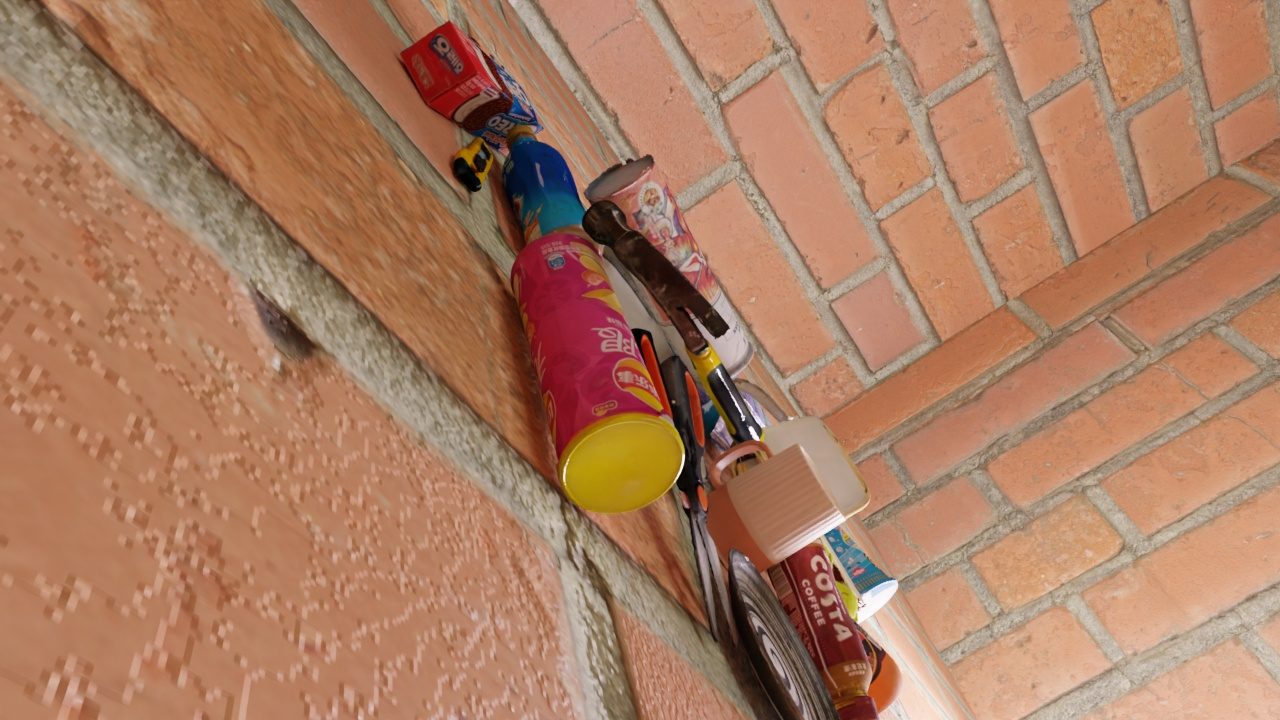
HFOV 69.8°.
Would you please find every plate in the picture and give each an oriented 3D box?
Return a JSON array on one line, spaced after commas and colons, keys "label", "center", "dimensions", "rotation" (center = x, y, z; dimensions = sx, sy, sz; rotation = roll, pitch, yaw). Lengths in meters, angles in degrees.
[{"label": "plate", "center": [-0.005, 0.005, 0.794], "dimensions": [0.162, 0.034, 0.265], "rotation": [55, 13, -28]}, {"label": "plate", "center": [0.103, 0.224, 0.679], "dimensions": [0.179, 0.024, 0.179], "rotation": [57, 9, -14]}]

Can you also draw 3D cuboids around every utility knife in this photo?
[{"label": "utility knife", "center": [-0.142, -0.175, 0.793], "dimensions": [0.033, 0.015, 0.167], "rotation": [56, 8, -21]}]

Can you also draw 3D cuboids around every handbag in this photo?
[{"label": "handbag", "center": [0.146, 0.098, 0.959], "dimensions": [0.163, 0.063, 0.178], "rotation": [-7, 64, -54]}, {"label": "handbag", "center": [0.086, 0.043, 1.075], "dimensions": [0.194, 0.075, 0.134], "rotation": [49, 9, -49]}]

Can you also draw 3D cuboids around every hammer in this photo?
[{"label": "hammer", "center": [0.052, 0.000, 0.753], "dimensions": [0.126, 0.032, 0.323], "rotation": [49, -3, 34]}]

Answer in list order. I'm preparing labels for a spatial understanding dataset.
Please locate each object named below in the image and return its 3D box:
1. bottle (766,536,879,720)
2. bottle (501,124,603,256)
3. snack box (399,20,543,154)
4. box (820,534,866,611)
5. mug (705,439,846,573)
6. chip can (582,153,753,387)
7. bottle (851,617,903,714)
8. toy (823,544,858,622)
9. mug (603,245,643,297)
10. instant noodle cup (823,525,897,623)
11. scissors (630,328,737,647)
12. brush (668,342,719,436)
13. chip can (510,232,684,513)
[{"label": "bottle", "center": [0.158, 0.236, 0.804], "dimensions": [0.057, 0.057, 0.174], "rotation": [46, 22, -50]}, {"label": "bottle", "center": [-0.089, -0.155, 0.842], "dimensions": [0.065, 0.065, 0.218], "rotation": [48, 13, -43]}, {"label": "snack box", "center": [-0.154, -0.254, 0.876], "dimensions": [0.058, 0.057, 0.207], "rotation": [61, 9, 4]}, {"label": "box", "center": [0.182, 0.204, 1.014], "dimensions": [0.091, 0.077, 0.168], "rotation": [44, 15, -56]}, {"label": "mug", "center": [0.109, 0.121, 0.812], "dimensions": [0.081, 0.106, 0.114], "rotation": [47, 14, -48]}, {"label": "chip can", "center": [0.028, -0.078, 0.838], "dimensions": [0.215, 0.071, 0.071], "rotation": [59, 7, -27]}, {"label": "bottle", "center": [0.180, 0.262, 0.866], "dimensions": [0.149, 0.067, 0.066], "rotation": [51, 8, 12]}, {"label": "toy", "center": [0.175, 0.235, 0.917], "dimensions": [0.031, 0.096, 0.100], "rotation": [155, -66, -66]}, {"label": "mug", "center": [-0.009, -0.105, 0.965], "dimensions": [0.111, 0.106, 0.082], "rotation": [61, 11, 19]}, {"label": "instant noodle cup", "center": [0.242, 0.258, 1.122], "dimensions": [0.110, 0.099, 0.099], "rotation": [53, 5, 35]}, {"label": "scissors", "center": [0.026, 0.077, 0.637], "dimensions": [0.226, 0.022, 0.198], "rotation": [-88, 153, -52]}, {"label": "brush", "center": [0.049, 0.026, 0.930], "dimensions": [0.055, 0.073, 0.143], "rotation": [60, 6, -32]}, {"label": "chip can", "center": [-0.035, -0.002, 0.584], "dimensions": [0.071, 0.071, 0.210], "rotation": [50, 11, -38]}]
